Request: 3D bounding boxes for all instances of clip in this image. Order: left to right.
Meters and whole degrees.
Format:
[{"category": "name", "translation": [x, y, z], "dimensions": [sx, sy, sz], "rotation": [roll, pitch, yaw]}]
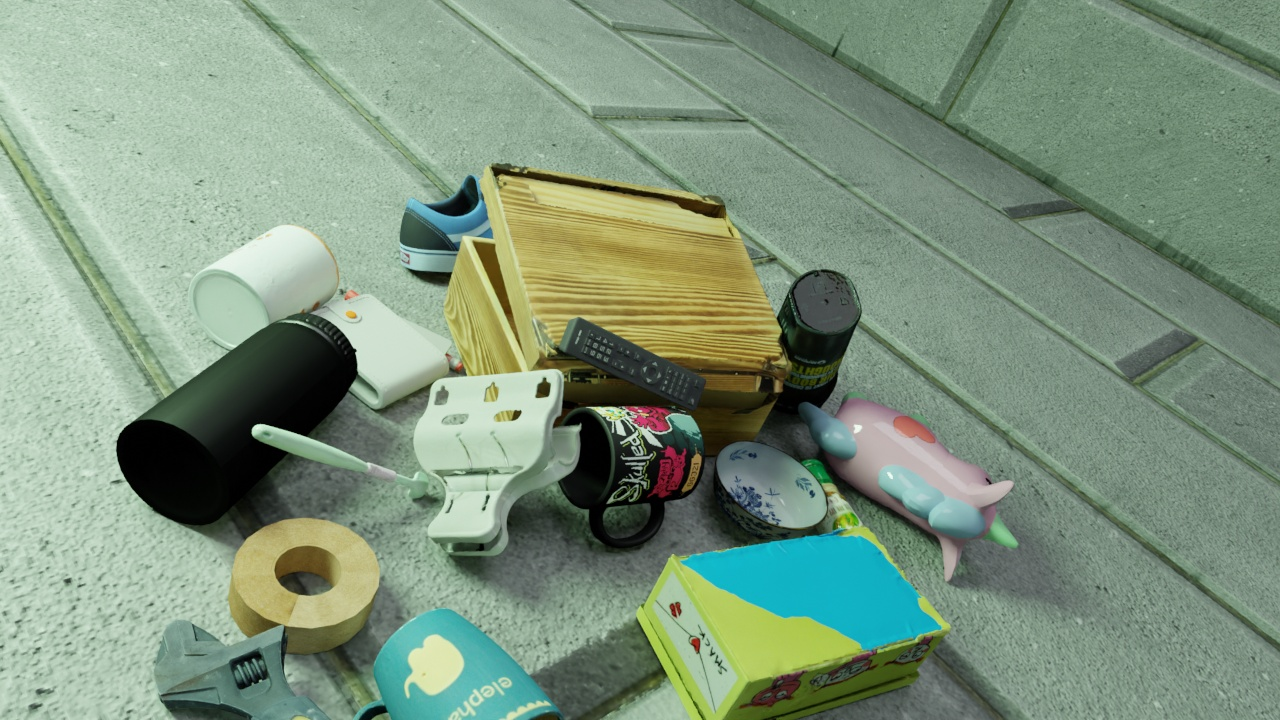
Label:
[{"category": "clip", "translation": [-0.113, 0.086, 0.727], "dimensions": [0.101, 0.127, 0.152], "rotation": [34, 54, -58]}]

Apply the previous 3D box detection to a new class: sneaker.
[{"category": "sneaker", "translation": [-0.155, -0.157, 1.041], "dimensions": [0.240, 0.098, 0.083], "rotation": [-8, 26, -40]}]

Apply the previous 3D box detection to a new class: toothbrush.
[{"category": "toothbrush", "translation": [-0.218, 0.075, 0.680], "dimensions": [0.015, 0.022, 0.154], "rotation": [11, -14, 41]}]

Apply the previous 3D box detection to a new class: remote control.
[{"category": "remote control", "translation": [-0.005, 0.004, 0.765], "dimensions": [0.136, 0.032, 0.015], "rotation": [26, -10, -28]}]

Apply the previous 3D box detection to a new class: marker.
[{"category": "marker", "translation": [-0.232, -0.028, 0.897], "dimensions": [0.142, 0.013, 0.012], "rotation": [32, 33, 12]}]

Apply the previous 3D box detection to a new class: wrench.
[{"category": "wrench", "translation": [-0.177, 0.218, 0.510], "dimensions": [0.273, 0.022, 0.073], "rotation": [27, 43, 25]}]

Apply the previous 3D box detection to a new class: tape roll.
[{"category": "tape roll", "translation": [-0.226, 0.150, 0.619], "dimensions": [0.094, 0.027, 0.093], "rotation": [17, 32, -11]}]

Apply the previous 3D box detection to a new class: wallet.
[{"category": "wallet", "translation": [-0.238, -0.015, 0.849], "dimensions": [0.118, 0.038, 0.115], "rotation": [37, 34, 14]}]

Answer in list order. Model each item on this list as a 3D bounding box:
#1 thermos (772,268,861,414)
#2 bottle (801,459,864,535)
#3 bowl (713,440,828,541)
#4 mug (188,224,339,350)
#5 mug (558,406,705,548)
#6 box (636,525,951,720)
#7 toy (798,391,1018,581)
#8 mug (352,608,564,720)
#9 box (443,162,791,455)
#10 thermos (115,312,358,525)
[{"category": "thermos", "translation": [0.172, -0.015, 0.963], "dimensions": [0.098, 0.221, 0.098], "rotation": [0, 68, 0]}, {"category": "bottle", "translation": [0.181, 0.146, 0.879], "dimensions": [0.043, 0.043, 0.111], "rotation": [3, 38, -30]}, {"category": "bowl", "translation": [0.113, 0.130, 0.853], "dimensions": [0.114, 0.045, 0.114], "rotation": [16, 32, -11]}, {"category": "mug", "translation": [-0.333, -0.065, 0.818], "dimensions": [0.082, 0.082, 0.105], "rotation": [26, 33, 3]}, {"category": "mug", "translation": [-0.010, 0.098, 0.768], "dimensions": [0.098, 0.118, 0.082], "rotation": [1, 2, -40]}, {"category": "box", "translation": [0.123, 0.207, 0.721], "dimensions": [0.220, 0.079, 0.124], "rotation": [0, 38, -37]}, {"category": "toy", "translation": [0.265, 0.110, 0.931], "dimensions": [0.222, 0.120, 0.170], "rotation": [23, 22, -3]}, {"category": "mug", "translation": [-0.121, 0.216, 0.553], "dimensions": [0.112, 0.085, 0.104], "rotation": [-36, 56, -22]}, {"category": "box", "translation": [-0.017, -0.039, 0.892], "dimensions": [0.278, 0.193, 0.251], "rotation": [4, 39, -31]}, {"category": "thermos", "translation": [-0.290, 0.030, 0.700], "dimensions": [0.086, 0.086, 0.198], "rotation": [25, 32, 2]}]
